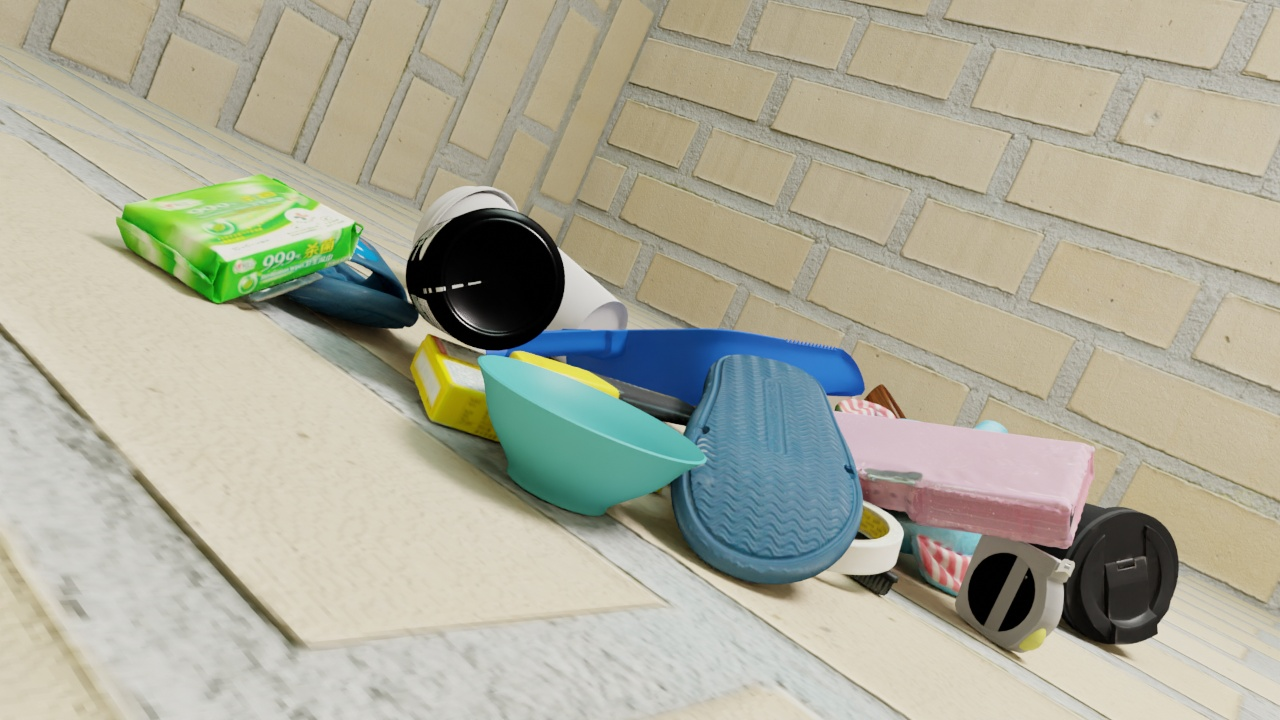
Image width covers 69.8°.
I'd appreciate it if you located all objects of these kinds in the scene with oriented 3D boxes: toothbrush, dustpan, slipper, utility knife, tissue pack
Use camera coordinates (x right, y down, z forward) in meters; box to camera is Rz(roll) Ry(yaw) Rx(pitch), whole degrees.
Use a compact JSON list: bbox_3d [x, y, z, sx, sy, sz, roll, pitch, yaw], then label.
[{"bbox_3d":[0.088,0.104,0.605,0.188,0.017,0.014,25,0,44],"label":"toothbrush"},{"bbox_3d":[-0.004,0.004,0.701,0.257,0.059,0.246,-5,5,-44],"label":"dustpan"},{"bbox_3d":[-0.226,-0.072,0.669,0.103,0.059,0.214,24,3,-42],"label":"slipper"},{"bbox_3d":[-0.001,0.026,0.569,0.197,0.020,0.029,16,17,-41],"label":"utility knife"},{"bbox_3d":[-0.245,-0.078,0.568,0.099,0.034,0.113,28,34,23],"label":"tissue pack"},{"bbox_3d":[0.072,0.059,0.531,0.104,0.059,0.213,14,28,3],"label":"slipper"}]

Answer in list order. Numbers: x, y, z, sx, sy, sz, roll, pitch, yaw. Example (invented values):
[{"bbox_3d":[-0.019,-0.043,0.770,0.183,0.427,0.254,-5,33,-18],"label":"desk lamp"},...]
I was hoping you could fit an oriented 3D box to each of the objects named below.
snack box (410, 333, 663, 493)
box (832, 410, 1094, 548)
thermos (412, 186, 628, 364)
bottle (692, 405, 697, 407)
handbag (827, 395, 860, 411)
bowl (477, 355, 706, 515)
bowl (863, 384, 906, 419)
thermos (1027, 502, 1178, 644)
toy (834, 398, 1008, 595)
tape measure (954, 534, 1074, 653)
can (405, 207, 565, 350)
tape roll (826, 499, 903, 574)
[{"bbox_3d":[-0.056,0.032,0.540,0.152,0.025,0.075,21,13,-29],"label":"snack box"},{"bbox_3d":[0.175,0.073,0.623,0.233,0.041,0.098,6,24,31],"label":"box"},{"bbox_3d":[-0.120,-0.079,0.934,0.222,0.131,0.131,36,10,28],"label":"thermos"},{"bbox_3d":[0.024,0.014,0.935,0.108,0.060,0.060,20,7,-43],"label":"bottle"},{"bbox_3d":[0.140,0.048,1.035,0.198,0.101,0.194,13,2,16],"label":"handbag"},{"bbox_3d":[-0.032,0.043,0.452,0.121,0.046,0.121,24,5,-3],"label":"bowl"},{"bbox_3d":[0.270,0.105,0.995,0.147,0.069,0.147,52,16,-22],"label":"bowl"},{"bbox_3d":[0.344,0.156,0.796,0.105,0.106,0.219,23,0,-18],"label":"thermos"},{"bbox_3d":[0.240,0.095,0.709,0.180,0.115,0.183,4,40,-24],"label":"toy"},{"bbox_3d":[0.228,0.141,0.563,0.016,0.065,0.064,22,4,-27],"label":"tape measure"},{"bbox_3d":[-0.101,-0.051,0.572,0.080,0.080,0.146,23,-2,-20],"label":"can"},{"bbox_3d":[0.110,0.100,0.557,0.094,0.019,0.094,10,13,-2],"label":"tape roll"}]
